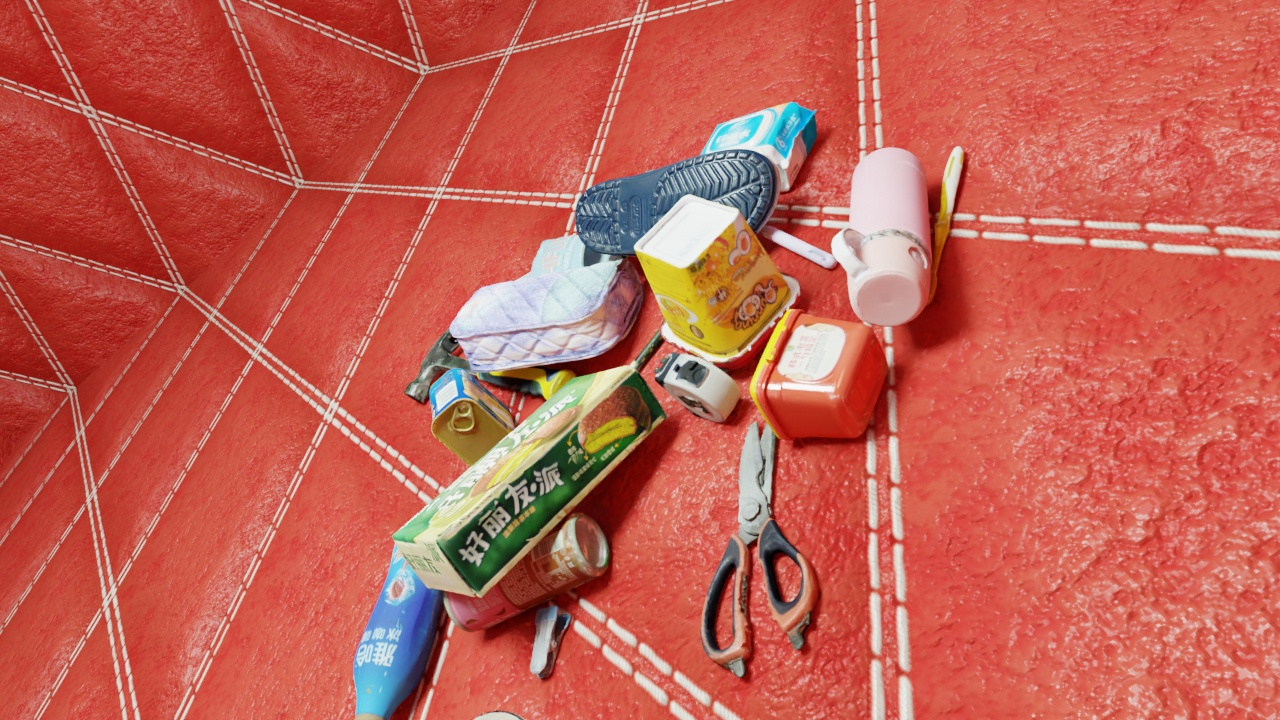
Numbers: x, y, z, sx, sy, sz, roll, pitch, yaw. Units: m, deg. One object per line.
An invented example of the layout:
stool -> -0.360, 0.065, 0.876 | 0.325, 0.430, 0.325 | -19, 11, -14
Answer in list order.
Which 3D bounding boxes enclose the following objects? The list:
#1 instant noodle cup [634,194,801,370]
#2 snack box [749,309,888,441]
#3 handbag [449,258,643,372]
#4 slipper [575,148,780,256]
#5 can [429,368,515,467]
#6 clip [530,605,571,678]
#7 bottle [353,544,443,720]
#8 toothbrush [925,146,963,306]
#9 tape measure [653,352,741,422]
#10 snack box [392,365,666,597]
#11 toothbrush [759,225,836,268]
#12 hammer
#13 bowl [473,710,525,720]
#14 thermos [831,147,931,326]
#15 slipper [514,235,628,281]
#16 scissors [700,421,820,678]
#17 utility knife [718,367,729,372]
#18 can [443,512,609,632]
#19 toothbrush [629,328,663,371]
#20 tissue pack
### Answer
instant noodle cup -> 0.064, -0.074, 0.829 | 0.116, 0.124, 0.116 | -46, 42, -14
snack box -> 0.139, 0.012, 0.708 | 0.080, 0.082, 0.091 | 5, 55, 39
handbag -> -0.104, -0.048, 1.017 | 0.194, 0.076, 0.133 | -6, 34, 24
slipper -> 0.043, -0.158, 0.987 | 0.253, 0.105, 0.095 | -3, 6, 37
can -> -0.178, 0.065, 0.985 | 0.057, 0.102, 0.083 | -41, 29, 5
clip -> -0.077, 0.232, 0.753 | 0.026, 0.041, 0.058 | -16, 46, 33
bottle -> -0.223, 0.253, 0.852 | 0.065, 0.065, 0.218 | -23, 38, 31
toothbrush -> 0.256, -0.121, 0.785 | 0.016, 0.018, 0.190 | -30, 31, 52
tape measure -> 0.053, 0.025, 0.801 | 0.066, 0.065, 0.033 | 12, 66, 56
snack box -> -0.094, 0.101, 0.806 | 0.239, 0.063, 0.115 | -42, 16, -30
toothbrush -> 0.141, -0.124, 0.922 | 0.189, 0.021, 0.029 | 45, 127, 57
hammer -> -0.179, 0.010, 1.110 | 0.324, 0.032, 0.126 | 8, 65, 51
bowl -> -0.096, 0.312, 0.635 | 0.117, 0.066, 0.116 | -29, 34, 22
thermos -> 0.195, -0.109, 0.750 | 0.067, 0.087, 0.198 | -44, 16, 38
slipper -> -0.111, -0.105, 1.133 | 0.246, 0.074, 0.103 | -21, 38, 35
scissors -> 0.096, 0.125, 0.685 | 0.205, 0.015, 0.197 | -52, 31, -12
utility knife -> 0.092, -0.058, 0.909 | 0.031, 0.021, 0.197 | -18, 35, 26
can -> -0.099, 0.185, 0.795 | 0.148, 0.058, 0.057 | -29, 34, 23
toothbrush -> -0.006, 0.005, 0.937 | 0.012, 0.017, 0.185 | 34, 77, 19
tissue pack -> 0.125, -0.231, 1.020 | 0.140, 0.063, 0.089 | -2, 51, 48
